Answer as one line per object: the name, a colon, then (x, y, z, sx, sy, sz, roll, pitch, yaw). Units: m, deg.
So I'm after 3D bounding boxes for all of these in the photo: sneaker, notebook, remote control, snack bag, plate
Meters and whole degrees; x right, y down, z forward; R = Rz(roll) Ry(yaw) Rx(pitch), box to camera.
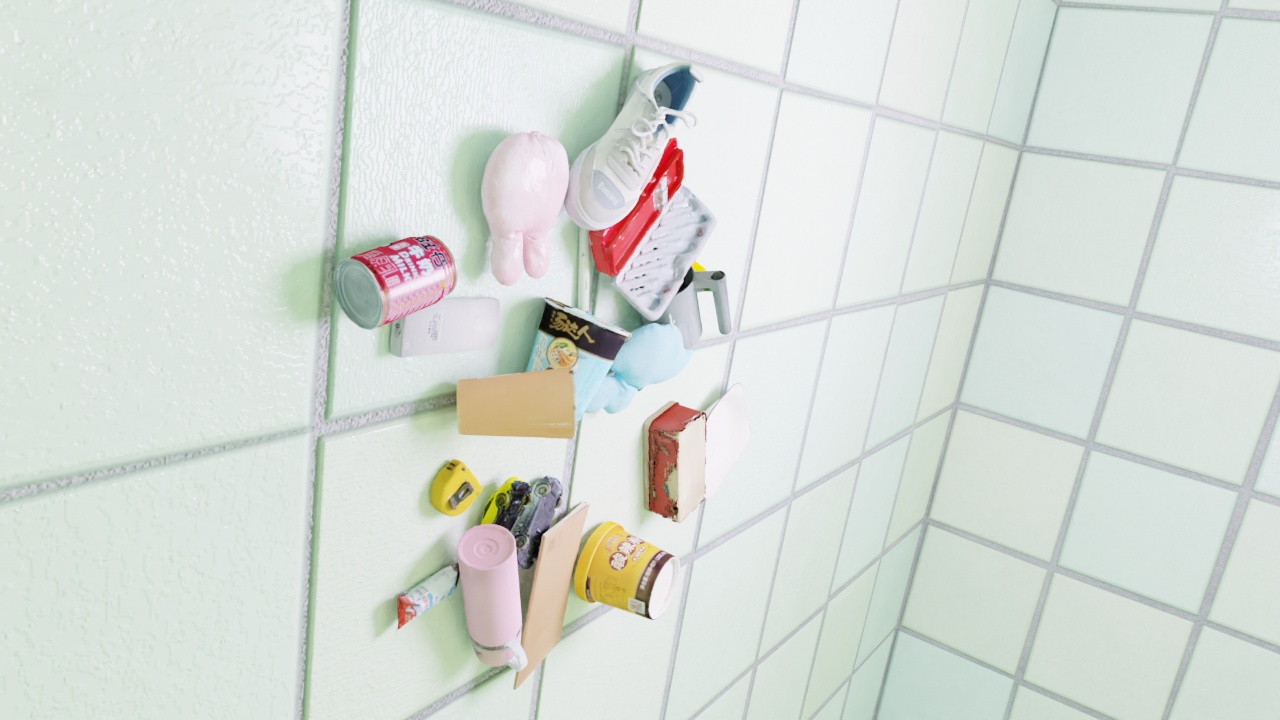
sneaker: (0.002, -0.244, 1.031, 0.089, 0.091, 0.241, 43, 60, -30)
notebook: (-0.116, 0.303, 1.203, 0.149, 0.012, 0.211, -24, 128, -72)
remote control: (-0.196, -0.036, 0.934, 0.134, 0.019, 0.056, -10, 114, -55)
snack bag: (-0.236, 0.261, 1.023, 0.104, 0.026, 0.048, -23, 133, -51)
plate: (0.123, 0.128, 1.505, 0.163, 0.034, 0.164, -50, 143, -31)

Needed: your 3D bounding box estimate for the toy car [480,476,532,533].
toy car: (-0.167, 0.185, 1.086, 0.048, 0.032, 0.105, 12, 108, -58)

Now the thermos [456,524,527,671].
thermos: (-0.167, 0.286, 1.070, 0.067, 0.087, 0.199, -29, 137, -34)

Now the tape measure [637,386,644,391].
tape measure: (0.003, 0.008, 1.264, 0.058, 0.025, 0.054, -52, 145, -30)

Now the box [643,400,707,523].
box: (0.059, 0.156, 1.378, 0.091, 0.078, 0.168, -35, 133, -45)

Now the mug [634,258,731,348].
mug: (0.057, -0.072, 1.216, 0.103, 0.124, 0.083, 76, 20, -44)

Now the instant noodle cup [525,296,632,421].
instant noodle cup: (-0.082, 0.003, 1.061, 0.111, 0.111, 0.120, 18, 96, -59)

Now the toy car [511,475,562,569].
toy car: (-0.133, 0.200, 1.141, 0.120, 0.037, 0.054, -66, 153, -22)

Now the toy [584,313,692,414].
toy: (-0.007, 0.007, 1.184, 0.161, 0.050, 0.156, 8, 121, -38)

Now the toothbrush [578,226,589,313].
toothbrush: (-0.064, -0.139, 1.085, 0.029, 0.020, 0.190, -22, 124, -45)

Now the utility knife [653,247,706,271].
utility knife: (0.055, -0.134, 1.280, 0.153, 0.015, 0.033, 23, 92, -60)

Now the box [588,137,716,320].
box: (0.016, -0.166, 1.144, 0.200, 0.065, 0.160, -58, 132, -32)

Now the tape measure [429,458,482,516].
tape measure: (-0.203, 0.144, 1.010, 0.057, 0.029, 0.060, -53, 144, -26)

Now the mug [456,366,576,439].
mug: (-0.132, 0.047, 0.976, 0.078, 0.122, 0.078, 178, -89, -81)

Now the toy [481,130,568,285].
toy: (-0.121, -0.158, 0.954, 0.121, 0.054, 0.160, -20, 124, -54)

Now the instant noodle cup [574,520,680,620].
instant noodle cup: (-0.015, 0.301, 1.291, 0.118, 0.114, 0.119, -43, 142, -47)

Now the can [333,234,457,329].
can: (-0.220, -0.073, 0.832, 0.093, 0.066, 0.067, -31, 131, -46)
